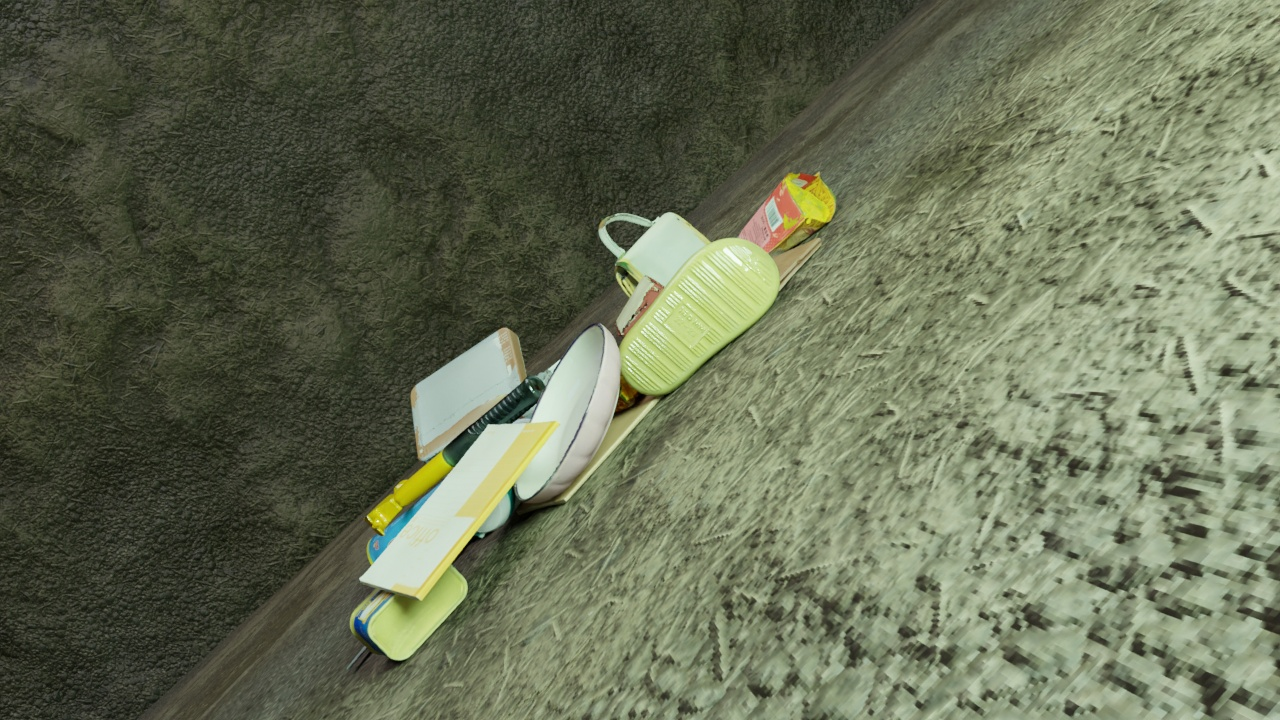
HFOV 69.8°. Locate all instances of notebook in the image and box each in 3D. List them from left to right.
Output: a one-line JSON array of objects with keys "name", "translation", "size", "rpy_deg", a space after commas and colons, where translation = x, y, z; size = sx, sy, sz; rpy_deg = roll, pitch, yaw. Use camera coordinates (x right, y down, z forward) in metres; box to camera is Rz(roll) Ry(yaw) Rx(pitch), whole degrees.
[{"name": "notebook", "translation": [-0.173, 0.137, 0.877], "size": [0.146, 0.010, 0.205], "rpy_deg": [-9, 38, 54]}, {"name": "notebook", "translation": [-0.040, 0.083, 0.979], "size": [0.207, 0.008, 0.148], "rpy_deg": [-46, 9, -28]}]

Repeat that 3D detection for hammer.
[{"name": "hammer", "translation": [-0.221, 0.113, 1.077], "size": [0.301, 0.033, 0.128], "rpy_deg": [-38, 8, 24]}]

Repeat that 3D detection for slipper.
[{"name": "slipper", "translation": [0.054, -0.046, 0.933], "size": [0.191, 0.091, 0.081], "rpy_deg": [-44, 5, 8]}]

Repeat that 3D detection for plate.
[{"name": "plate", "translation": [-0.067, 0.057, 0.916], "size": [0.193, 0.039, 0.192], "rpy_deg": [-54, 21, 31]}]

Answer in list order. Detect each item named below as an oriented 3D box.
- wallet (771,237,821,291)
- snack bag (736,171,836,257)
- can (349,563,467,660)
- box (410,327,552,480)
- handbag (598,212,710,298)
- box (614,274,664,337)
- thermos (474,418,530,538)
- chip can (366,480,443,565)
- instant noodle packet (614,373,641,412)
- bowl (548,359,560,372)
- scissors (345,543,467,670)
[{"name": "wallet", "translation": [0.136, -0.087, 1.000], "size": [0.101, 0.020, 0.115], "rpy_deg": [-45, 11, -25]}, {"name": "snack bag", "translation": [0.142, -0.143, 1.129], "size": [0.208, 0.073, 0.128], "rpy_deg": [-42, 19, 43]}, {"name": "can", "translation": [-0.220, 0.233, 0.872], "size": [0.101, 0.057, 0.083], "rpy_deg": [-46, 11, -26]}, {"name": "box", "translation": [-0.212, 0.064, 1.227], "size": [0.182, 0.166, 0.150], "rpy_deg": [-28, 10, 14]}, {"name": "handbag", "translation": [0.018, -0.163, 1.408], "size": [0.162, 0.179, 0.063], "rpy_deg": [-51, 6, -39]}, {"name": "box", "translation": [0.009, -0.067, 1.224], "size": [0.091, 0.078, 0.168], "rpy_deg": [-58, 7, 5]}, {"name": "thermos", "translation": [-0.150, 0.125, 1.025], "size": [0.073, 0.073, 0.224], "rpy_deg": [-40, 5, 13]}, {"name": "chip can", "translation": [-0.253, 0.199, 1.168], "size": [0.211, 0.071, 0.071], "rpy_deg": [-39, 8, 18]}, {"name": "instant noodle packet", "translation": [-0.006, 0.006, 1.029], "size": [0.128, 0.044, 0.111], "rpy_deg": [-50, 18, -27]}, {"name": "bowl", "translation": [-0.112, 0.039, 1.341], "size": [0.118, 0.065, 0.118], "rpy_deg": [-39, 0, 0]}, {"name": "scissors", "translation": [-0.270, 0.272, 1.051], "size": [0.190, 0.015, 0.224], "rpy_deg": [-34, 11, 46]}]
